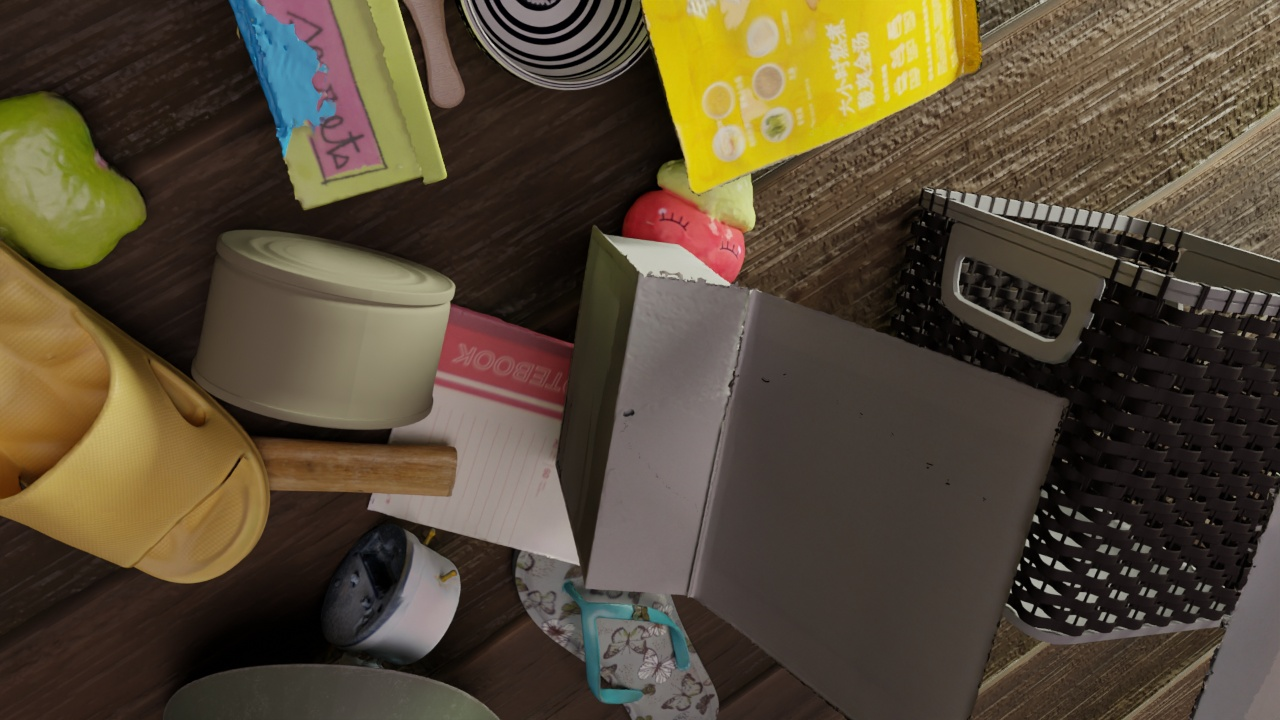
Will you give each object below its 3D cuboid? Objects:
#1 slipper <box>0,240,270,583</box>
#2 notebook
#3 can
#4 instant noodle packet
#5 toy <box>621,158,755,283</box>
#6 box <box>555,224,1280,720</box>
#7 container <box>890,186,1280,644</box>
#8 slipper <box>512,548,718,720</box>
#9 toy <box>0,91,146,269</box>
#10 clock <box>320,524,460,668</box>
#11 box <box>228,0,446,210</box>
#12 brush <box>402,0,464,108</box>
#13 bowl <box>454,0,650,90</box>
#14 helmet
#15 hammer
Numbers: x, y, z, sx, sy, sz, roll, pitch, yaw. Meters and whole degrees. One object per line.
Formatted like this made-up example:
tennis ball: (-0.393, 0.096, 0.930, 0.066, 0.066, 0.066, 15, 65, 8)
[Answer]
slipper: (-0.289, 0.027, 0.455, 0.099, 0.078, 0.263, -42, 121, -7)
notebook: (-0.060, 0.060, 0.614, 0.208, 0.012, 0.153, 17, 104, -11)
can: (-0.171, -0.020, 0.503, 0.127, 0.128, 0.073, 10, 103, -26)
instant noodle packet: (0.092, -0.212, 0.540, 0.221, 0.084, 0.163, -30, 121, -25)
toy: (0.029, -0.075, 0.612, 0.091, 0.045, 0.135, 26, 92, -27)
box: (0.052, 0.054, 0.414, 0.108, 0.419, 0.166, 3, 107, -25)
container: (0.334, 0.032, 0.672, 0.245, 0.247, 0.244, 2, 112, -24)
slipper: (-0.001, 0.222, 0.711, 0.098, 0.055, 0.269, -37, 121, -9)
toy: (-0.323, -0.080, 0.464, 0.117, 0.043, 0.092, -30, 121, -7)
clock: (-0.172, 0.165, 0.599, 0.117, 0.083, 0.057, -50, 126, 0)
box: (-0.165, -0.193, 0.443, 0.079, 0.124, 0.221, -20, 115, -13)
brush: (-0.124, -0.211, 0.516, 0.049, 0.015, 0.136, -19, 121, -16)
bowl: (-0.050, -0.216, 0.513, 0.120, 0.066, 0.120, -8, 112, -20)
helmet: (-0.199, 0.322, 0.575, 0.227, 0.153, 0.268, 2, 137, -5)
hammer: (-0.274, 0.055, 0.533, 0.330, 0.033, 0.132, 5, 105, -21)
